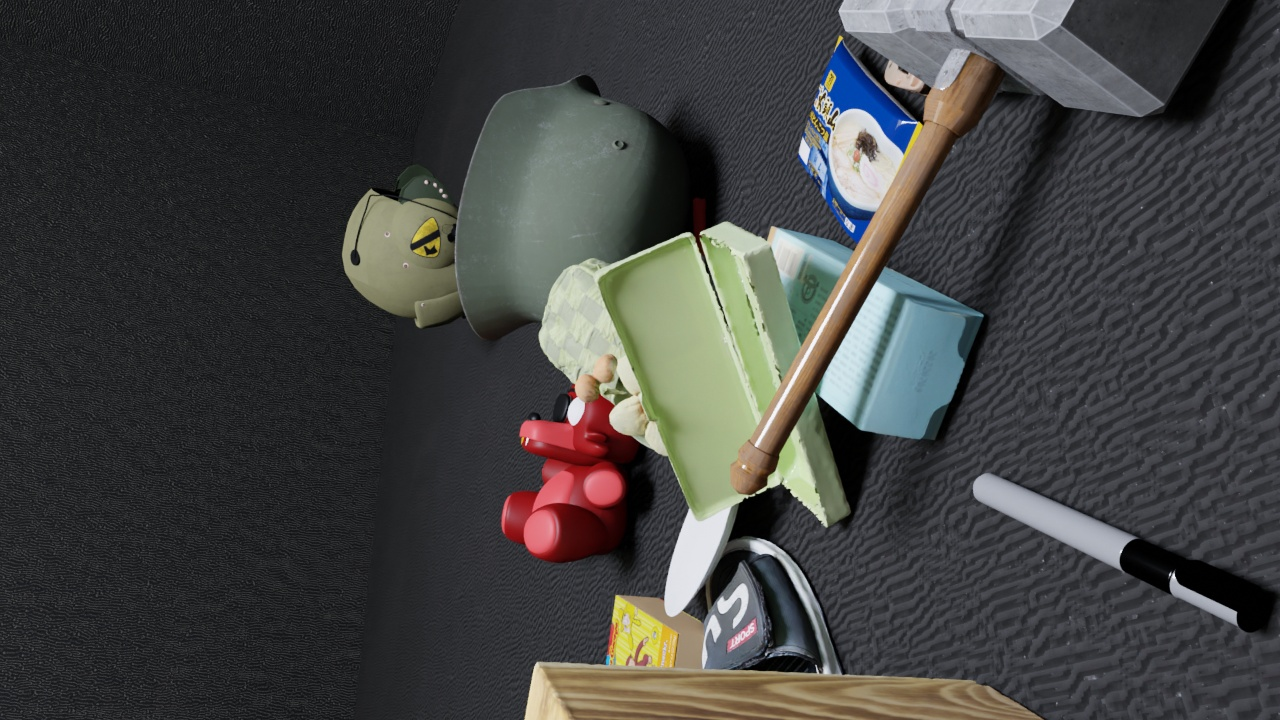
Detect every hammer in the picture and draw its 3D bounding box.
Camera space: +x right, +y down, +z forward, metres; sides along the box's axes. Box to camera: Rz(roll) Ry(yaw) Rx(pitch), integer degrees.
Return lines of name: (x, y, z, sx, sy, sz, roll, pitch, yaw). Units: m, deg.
hammer: (0.123, -0.070, 0.445, 0.318, 0.083, 0.162, -63, 25, 11)

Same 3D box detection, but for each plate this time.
plate: (0.050, 0.126, 0.679, 0.134, 0.011, 0.134, -160, 93, -85)

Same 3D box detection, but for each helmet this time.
helmet: (-0.323, -0.169, 1.417, 0.250, 0.255, 0.233, -136, 62, -66)
helmet: (-0.036, -0.132, 0.825, 0.227, 0.154, 0.267, 82, -156, -56)

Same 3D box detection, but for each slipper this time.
slipper: (0.075, 0.208, 0.557, 0.263, 0.063, 0.111, -110, 36, -49)

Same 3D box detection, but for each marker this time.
marker: (0.191, 0.075, 0.385, 0.140, 0.016, 0.016, -151, 72, -67)
marker: (0.052, -0.079, 0.802, 0.013, 0.012, 0.142, 141, 134, -59)

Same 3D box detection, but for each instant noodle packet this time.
instant noodle packet: (0.138, -0.142, 0.594, 0.134, 0.026, 0.087, -106, 24, -48)

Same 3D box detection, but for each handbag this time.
handbag: (-0.004, 0.004, 0.700, 0.116, 0.186, 0.113, -36, -29, -58)

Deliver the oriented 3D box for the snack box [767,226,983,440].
snack box: (0.122, -0.022, 0.550, 0.174, 0.053, 0.075, -129, 52, -64)

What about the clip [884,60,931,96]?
clip: (0.168, -0.170, 0.546, 0.061, 0.049, 0.026, -34, -35, -61)

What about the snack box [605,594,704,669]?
snack box: (0.015, 0.243, 0.717, 0.126, 0.040, 0.088, 178, 101, -68)

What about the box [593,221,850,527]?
box: (0.054, 0.021, 0.544, 0.188, 0.098, 0.082, 66, 174, -24)

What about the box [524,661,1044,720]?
box: (0.062, 0.279, 0.245, 0.336, 0.286, 0.279, -158, 78, -70)

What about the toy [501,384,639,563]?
toy: (-0.058, 0.091, 0.877, 0.158, 0.120, 0.197, 173, 114, -70)
